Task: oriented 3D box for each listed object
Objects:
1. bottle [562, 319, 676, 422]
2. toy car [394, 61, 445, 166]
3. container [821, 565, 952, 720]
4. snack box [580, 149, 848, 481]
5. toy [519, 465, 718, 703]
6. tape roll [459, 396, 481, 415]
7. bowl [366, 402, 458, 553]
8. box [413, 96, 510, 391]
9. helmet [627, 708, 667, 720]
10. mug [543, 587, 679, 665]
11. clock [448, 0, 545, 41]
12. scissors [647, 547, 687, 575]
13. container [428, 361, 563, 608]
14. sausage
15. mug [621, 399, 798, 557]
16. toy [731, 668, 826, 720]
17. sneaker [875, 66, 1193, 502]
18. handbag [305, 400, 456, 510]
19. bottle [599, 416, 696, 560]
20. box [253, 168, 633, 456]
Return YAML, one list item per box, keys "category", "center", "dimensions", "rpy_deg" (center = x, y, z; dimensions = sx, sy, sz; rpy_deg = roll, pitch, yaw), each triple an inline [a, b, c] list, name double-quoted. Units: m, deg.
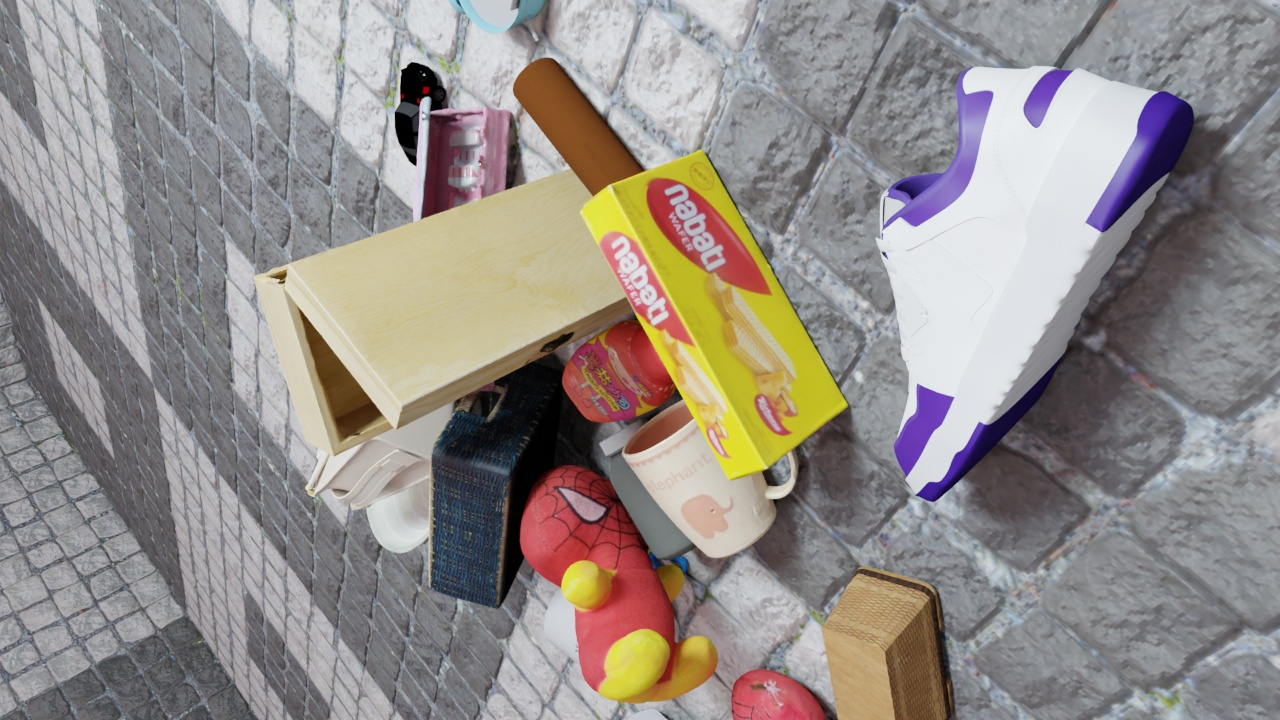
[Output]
- category: "bottle"
  center: [-0.004, 0.004, 0.709]
  dimensions: [0.071, 0.048, 0.135]
  rpy_deg: [55, 141, -6]
- category: "toy car"
  center: [-0.193, -0.210, 0.797]
  dimensions: [0.042, 0.036, 0.092]
  rpy_deg: [25, 129, 36]
- category: "container"
  center: [0.168, 0.210, 0.634]
  dimensions: [0.063, 0.061, 0.114]
  rpy_deg: [7, 117, 46]
- category: "snack box"
  center: [0.049, -0.032, 0.595]
  dimensions: [0.042, 0.091, 0.200]
  rpy_deg: [-30, 89, 52]
- category: "toy"
  center: [-0.030, 0.178, 0.754]
  dimensions: [0.216, 0.099, 0.147]
  rpy_deg: [55, -173, 36]
- category: "tape roll"
  center: [-0.207, 0.034, 0.962]
  dimensions: [0.094, 0.019, 0.094]
  rpy_deg: [24, 135, 26]
- category: "bowl"
  center: [-0.209, 0.107, 0.928]
  dimensions: [0.177, 0.057, 0.176]
  rpy_deg: [-19, 64, 43]
- category: "box"
  center: [-0.168, -0.091, 0.748]
  dimensions: [0.099, 0.080, 0.232]
  rpy_deg: [11, 98, 44]
- category: "helmet"
  center: [0.045, 0.464, 0.898]
  dimensions: [0.283, 0.183, 0.224]
  rpy_deg: [9, 116, 68]
- category: "mug"
  center: [-0.025, 0.236, 0.852]
  dimensions: [0.096, 0.082, 0.120]
  rpy_deg: [23, 114, 38]
- category: "clock"
  center: [-0.115, -0.286, 0.661]
  dimensions: [0.123, 0.041, 0.088]
  rpy_deg: [41, 137, 21]
- category: "scissors"
  center: [-0.011, 0.153, 0.835]
  dimensions: [0.131, 0.018, 0.109]
  rpy_deg: [13, 118, 42]
- category: "container"
  center: [-0.128, 0.109, 0.826]
  dimensions: [0.071, 0.145, 0.188]
  rpy_deg: [16, 129, 6]
- category: "sausage"
  center: [-0.036, -0.152, 0.659]
  dimensions: [0.155, 0.040, 0.040]
  rpy_deg: [53, 141, 11]
- category: "mug"
  center: [0.060, 0.080, 0.671]
  dimensions: [0.112, 0.085, 0.104]
  rpy_deg: [-29, 101, 23]
- category: "toy"
  center: [0.117, 0.306, 0.754]
  dimensions: [0.092, 0.062, 0.133]
  rpy_deg: [18, 137, 49]
- category: "sneaker"
  center: [0.163, -0.037, 0.472]
  dimensions: [0.111, 0.091, 0.245]
  rpy_deg: [37, 132, 28]
- category: "handbag"
  center: [-0.257, 0.049, 0.875]
  dimensions: [0.198, 0.101, 0.194]
  rpy_deg: [-32, 43, 37]
- category: "bottle"
  center: [0.013, 0.103, 0.742]
  dimensions: [0.060, 0.060, 0.108]
  rpy_deg: [-33, 87, 51]
- category: "box"
  center: [-0.117, -0.046, 0.646]
  dimensions: [0.180, 0.247, 0.142]
  rpy_deg: [-12, 103, 50]
